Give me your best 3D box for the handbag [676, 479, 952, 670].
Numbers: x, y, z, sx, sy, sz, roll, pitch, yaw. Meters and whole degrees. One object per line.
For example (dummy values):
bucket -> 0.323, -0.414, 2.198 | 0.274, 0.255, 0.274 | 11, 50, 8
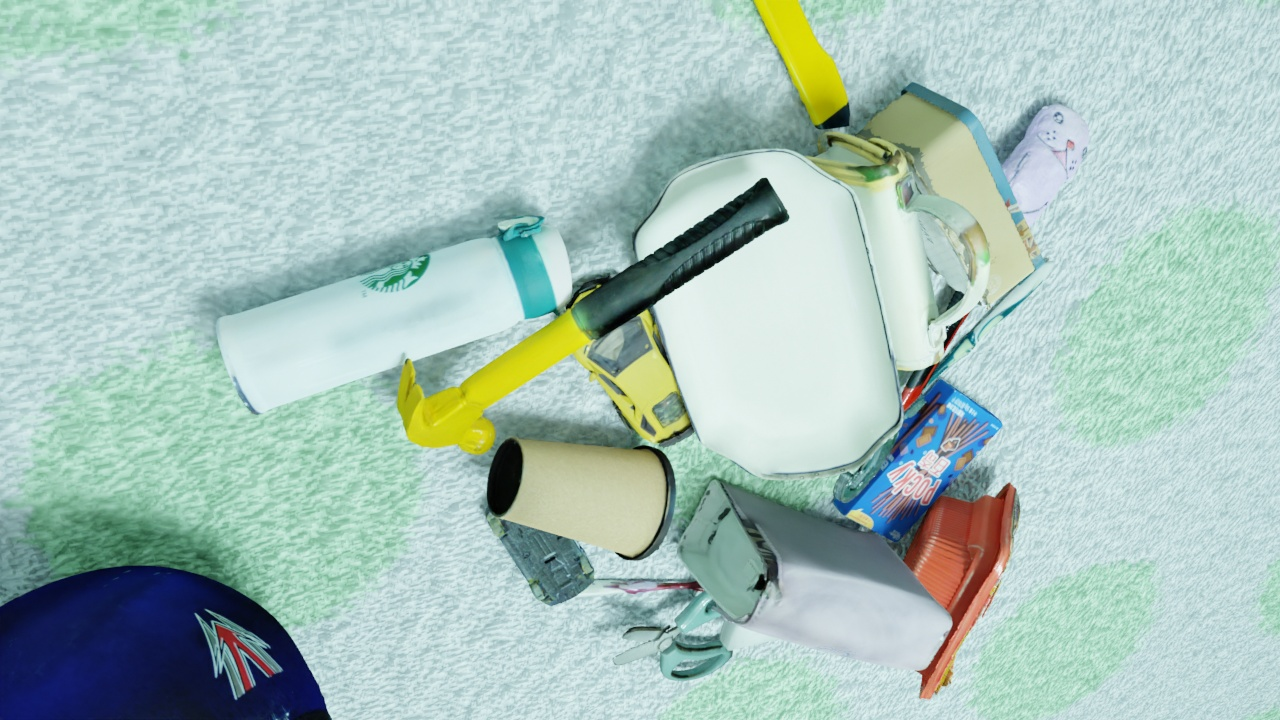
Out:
handbag -> 0.148, 0.196, 0.801 | 0.197, 0.145, 0.098 | 21, 98, -24

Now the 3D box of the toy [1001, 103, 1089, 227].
toy -> 0.314, -0.156, 0.727 | 0.108, 0.039, 0.084 | -47, 115, -6

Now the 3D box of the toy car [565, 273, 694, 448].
toy car -> -0.004, 0.004, 0.703 | 0.071, 0.041, 0.156 | -36, 123, 0

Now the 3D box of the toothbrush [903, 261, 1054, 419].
toothbrush -> 0.300, -0.017, 0.822 | 0.192, 0.018, 0.016 | -46, 124, 9

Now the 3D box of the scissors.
scissors -> 0.042, 0.271, 0.871 | 0.177, 0.019, 0.170 | -17, 132, -28

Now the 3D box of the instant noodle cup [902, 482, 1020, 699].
instant noodle cup -> 0.293, 0.211, 0.884 | 0.079, 0.164, 0.189 | 24, 114, 15

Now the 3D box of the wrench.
wrench -> 0.245, 0.008, 0.799 | 0.056, 0.016, 0.274 | 13, 109, -56

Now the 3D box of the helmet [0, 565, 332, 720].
helmet -> -0.362, 0.286, 0.604 | 0.240, 0.247, 0.316 | 30, 100, 12

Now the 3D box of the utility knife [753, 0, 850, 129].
utility knife -> 0.102, -0.227, 0.624 | 0.033, 0.015, 0.173 | -39, 124, -3

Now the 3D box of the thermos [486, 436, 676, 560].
thermos -> -0.042, 0.103, 0.711 | 0.143, 0.093, 0.093 | 15, 112, -31

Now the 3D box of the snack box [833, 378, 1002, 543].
snack box -> 0.263, 0.098, 0.870 | 0.084, 0.026, 0.157 | 29, 105, -33

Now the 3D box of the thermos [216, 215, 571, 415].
thermos -> -0.155, -0.035, 0.606 | 0.224, 0.073, 0.073 | -20, 124, -10

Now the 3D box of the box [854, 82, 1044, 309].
box -> 0.230, -0.124, 0.689 | 0.062, 0.089, 0.184 | -39, 130, 4

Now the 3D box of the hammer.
hammer -> -0.037, -0.026, 0.613 | 0.301, 0.033, 0.128 | -32, 157, 12

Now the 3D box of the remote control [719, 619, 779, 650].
remote control -> 0.137, 0.247, 0.895 | 0.135, 0.019, 0.056 | 0, 120, -37

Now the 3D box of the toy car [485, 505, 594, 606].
toy car -> -0.083, 0.151, 0.762 | 0.054, 0.036, 0.121 | -29, 115, -2

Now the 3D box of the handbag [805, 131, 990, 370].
handbag -> 0.177, -0.072, 0.641 | 0.063, 0.179, 0.163 | -32, 121, -18

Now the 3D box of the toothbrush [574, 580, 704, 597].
toothbrush -> -0.008, 0.210, 0.838 | 0.187, 0.016, 0.017 | 5, 126, -24

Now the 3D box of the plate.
plate -> 0.096, -0.028, 0.664 | 0.162, 0.034, 0.266 | -10, 118, 21
